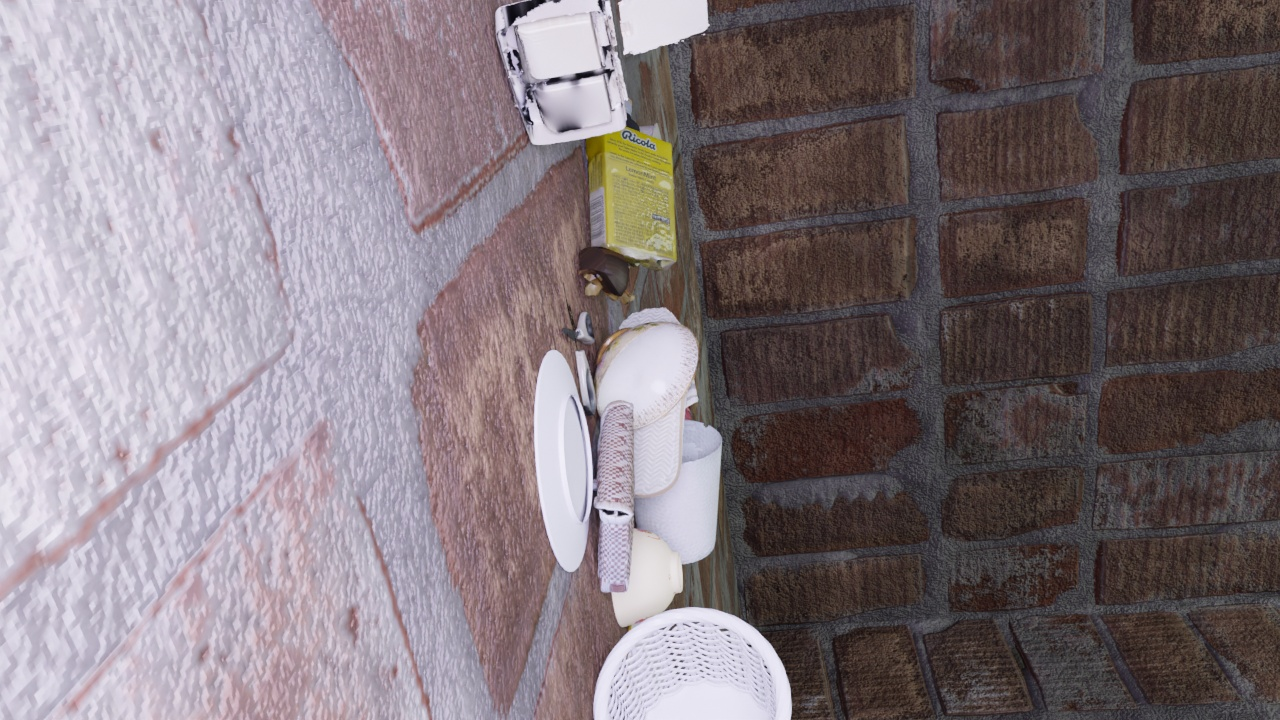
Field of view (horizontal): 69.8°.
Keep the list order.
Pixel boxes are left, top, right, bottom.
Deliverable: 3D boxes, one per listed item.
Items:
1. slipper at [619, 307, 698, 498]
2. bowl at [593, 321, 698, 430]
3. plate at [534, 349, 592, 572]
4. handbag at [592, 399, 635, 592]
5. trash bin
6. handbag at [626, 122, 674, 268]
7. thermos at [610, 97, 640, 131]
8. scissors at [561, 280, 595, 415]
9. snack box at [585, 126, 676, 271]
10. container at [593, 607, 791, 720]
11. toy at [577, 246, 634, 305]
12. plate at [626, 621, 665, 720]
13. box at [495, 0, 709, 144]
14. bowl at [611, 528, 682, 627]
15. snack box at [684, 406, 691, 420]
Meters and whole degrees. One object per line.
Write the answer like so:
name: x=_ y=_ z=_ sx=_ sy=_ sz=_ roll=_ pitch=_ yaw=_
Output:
slipper: x=0.014 y=0.052 z=1.163 sx=0.054 sy=0.115 sz=0.272 roll=48 pitch=33 yaw=-47
bowl: x=-0.007 y=0.006 z=1.081 sx=0.063 sy=0.145 sz=0.145 roll=40 pitch=-25 yaw=40
plate: x=-0.066 y=0.093 z=0.868 sx=0.208 sy=0.015 sz=0.208 roll=-5 pitch=89 yaw=-82
handbag: x=-0.029 y=0.141 z=0.986 sx=0.185 sy=0.047 sz=0.124 roll=-88 pitch=178 yaw=-55
trash bin: x=0.047 y=0.181 z=1.248 sx=0.133 sy=0.133 sz=0.161 roll=-76 pitch=164 yaw=-68
handbag: x=0.002 y=-0.242 z=1.381 sx=0.201 sy=0.093 sz=0.199 roll=64 pitch=27 yaw=-71
thermos: x=-0.028 y=-0.271 z=1.261 sx=0.061 sy=0.061 sz=0.231 roll=61 pitch=24 yaw=-71
scissors: x=-0.063 y=-0.016 z=0.975 sx=0.157 sy=0.012 sz=0.171 roll=-82 pitch=165 yaw=-69
snack box: x=-0.012 y=-0.209 z=1.181 sx=0.121 sy=0.045 sz=0.180 roll=9 pitch=72 yaw=-39
container: x=0.061 y=0.381 z=0.944 sx=0.187 sy=0.189 sz=0.189 roll=77 pitch=11 yaw=-49
toy: x=-0.036 y=-0.093 z=1.071 sx=0.076 sy=0.062 sz=0.100 roll=46 pitch=0 yaw=36
plate: x=0.012 y=0.426 z=1.165 sx=0.229 sy=0.021 sz=0.230 roll=-5 pitch=89 yaw=-82
box: x=-0.030 y=-0.291 z=0.826 sx=0.144 sy=0.184 sz=0.098 roll=78 pitch=3 yaw=-61
bowl: x=0.011 y=0.254 z=1.090 sx=0.118 sy=0.074 sz=0.118 roll=-5 pitch=89 yaw=-82
snack box: x=0.039 y=0.041 z=1.358 sx=0.121 sy=0.072 sz=0.072 roll=-87 pitch=168 yaw=-46
